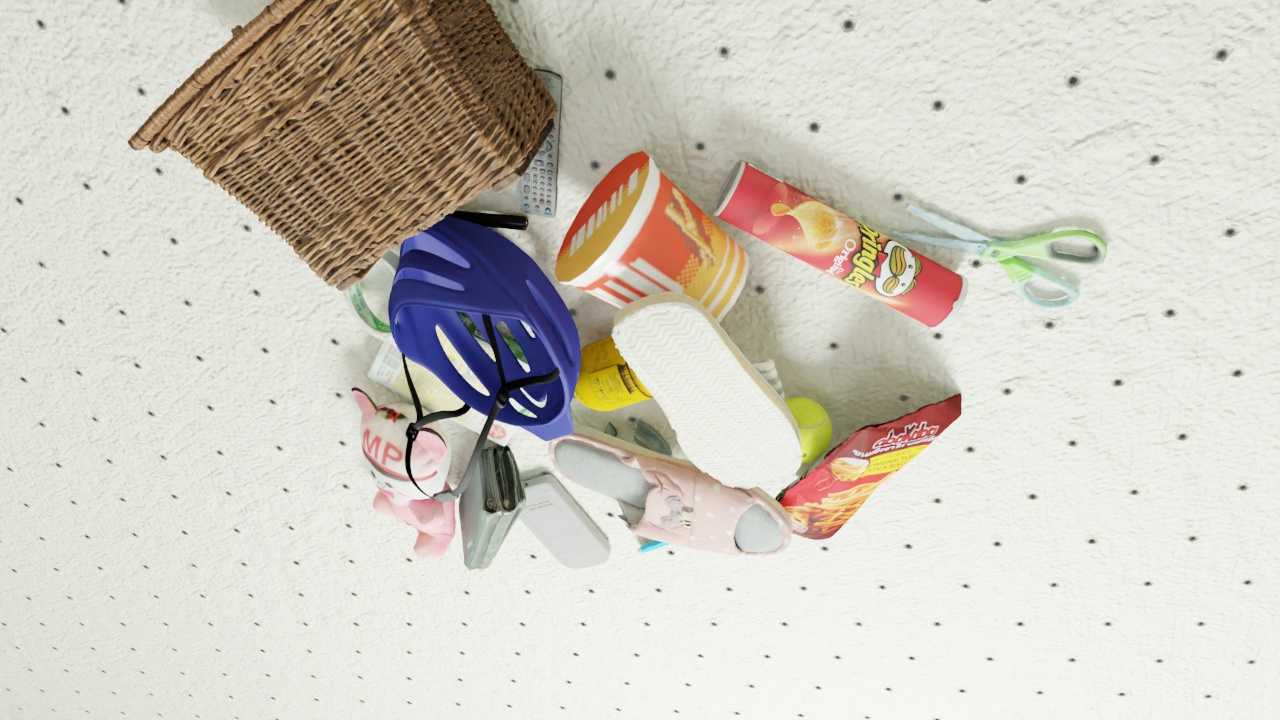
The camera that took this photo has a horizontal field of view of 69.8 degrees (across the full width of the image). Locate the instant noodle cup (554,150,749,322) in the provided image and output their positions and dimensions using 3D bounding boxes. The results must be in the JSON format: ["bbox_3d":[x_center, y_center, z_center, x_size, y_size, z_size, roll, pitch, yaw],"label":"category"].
[{"bbox_3d":[0.014,-0.087,0.767,0.121,0.123,0.124,32,131,-24],"label":"instant noodle cup"}]

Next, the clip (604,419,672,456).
[{"bbox_3d":[0.022,0.129,1.011,0.115,0.028,0.163,-4,130,20],"label":"clip"}]

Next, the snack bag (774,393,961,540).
[{"bbox_3d":[0.210,0.099,0.898,0.138,0.066,0.209,-4,145,-33],"label":"snack bag"}]

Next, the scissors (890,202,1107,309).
[{"bbox_3d":[0.293,-0.099,0.751,0.175,0.032,0.093,20,136,-8],"label":"scissors"}]

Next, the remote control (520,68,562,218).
[{"bbox_3d":[-0.084,-0.180,0.774,0.033,0.013,0.137,12,132,4],"label":"remote control"}]

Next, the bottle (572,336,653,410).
[{"bbox_3d":[-0.005,0.005,0.879,0.164,0.070,0.071,-18,124,27],"label":"bottle"}]

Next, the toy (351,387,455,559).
[{"bbox_3d":[-0.259,0.124,1.034,0.142,0.084,0.214,36,145,31],"label":"toy"}]

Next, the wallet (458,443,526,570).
[{"bbox_3d":[-0.176,0.168,1.050,0.054,0.100,0.132,8,137,-23],"label":"wallet"}]

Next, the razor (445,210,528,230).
[{"bbox_3d":[-0.173,-0.132,0.835,0.144,0.022,0.043,9,133,7],"label":"razor"}]

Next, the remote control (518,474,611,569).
[{"bbox_3d":[-0.097,0.197,1.108,0.074,0.019,0.151,-19,123,28],"label":"remote control"}]

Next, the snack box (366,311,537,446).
[{"bbox_3d":[-0.188,0.011,0.961,0.168,0.027,0.132,29,131,-12],"label":"snack box"}]

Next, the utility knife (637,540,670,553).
[{"bbox_3d":[0.066,0.195,1.064,0.186,0.031,0.015,-25,81,30],"label":"utility knife"}]

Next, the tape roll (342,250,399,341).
[{"bbox_3d":[-0.253,-0.064,0.894,0.094,0.018,0.094,17,122,28],"label":"tape roll"}]

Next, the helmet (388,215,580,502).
[{"bbox_3d":[-0.154,0.001,0.807,0.148,0.227,0.241,-20,119,38],"label":"helmet"}]

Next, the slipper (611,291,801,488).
[{"bbox_3d":[0.063,0.028,0.797,0.115,0.053,0.273,-12,140,23],"label":"slipper"}]

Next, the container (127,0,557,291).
[{"bbox_3d":[-0.198,-0.184,0.682,0.251,0.161,0.183,-27,116,25],"label":"container"}]

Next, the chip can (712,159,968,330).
[{"bbox_3d":[0.165,-0.094,0.760,0.214,0.051,0.052,26,132,-8],"label":"chip can"}]

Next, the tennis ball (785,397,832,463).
[{"bbox_3d":[0.154,0.068,0.897,0.065,0.065,0.065,7,132,8],"label":"tennis ball"}]

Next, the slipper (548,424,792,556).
[{"bbox_3d":[0.022,0.142,0.944,0.274,0.054,0.114,18,135,19],"label":"slipper"}]
